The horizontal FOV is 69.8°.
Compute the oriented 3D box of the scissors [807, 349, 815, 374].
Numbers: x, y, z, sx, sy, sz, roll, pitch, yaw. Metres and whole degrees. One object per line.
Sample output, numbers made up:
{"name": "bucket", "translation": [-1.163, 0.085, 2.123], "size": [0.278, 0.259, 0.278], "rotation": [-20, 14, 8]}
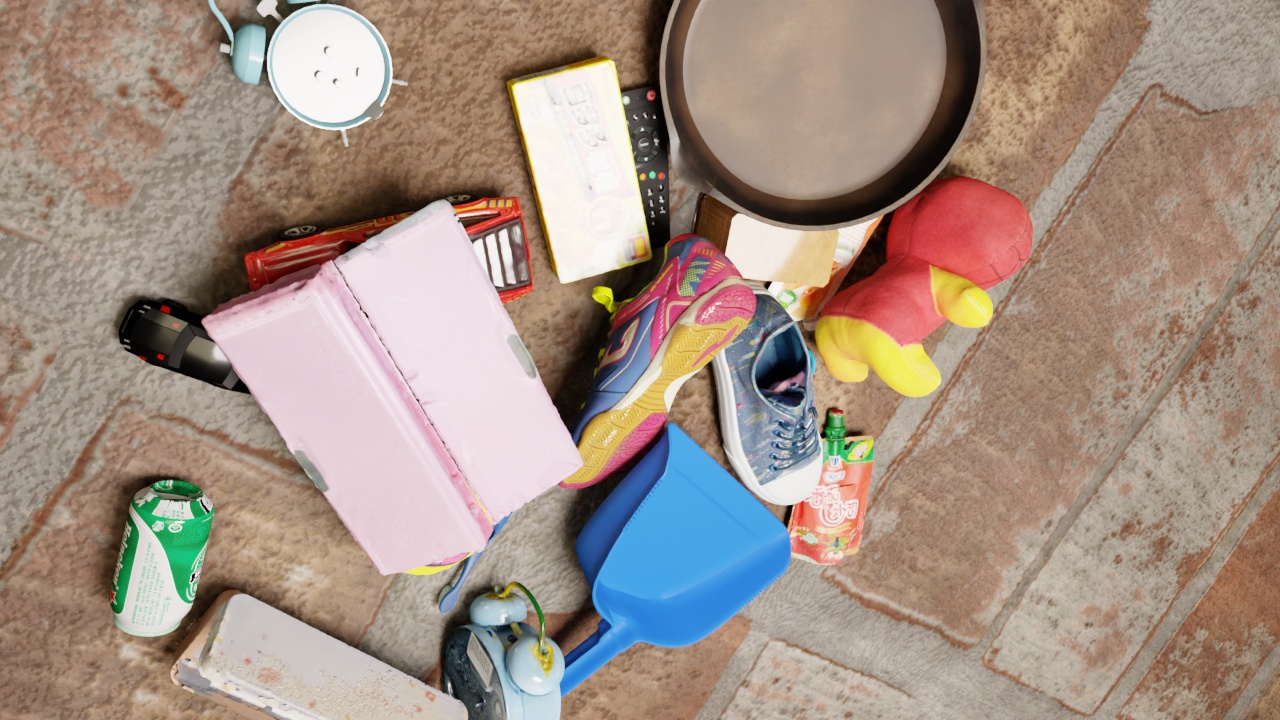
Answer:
{"name": "scissors", "translation": [0.115, 0.050, 0.845], "size": [0.109, 0.015, 0.132], "rotation": [0, 114, -30]}

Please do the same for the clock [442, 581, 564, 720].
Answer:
{"name": "clock", "translation": [-0.113, 0.258, 0.756], "size": [0.060, 0.118, 0.162], "rotation": [-4, 121, -37]}

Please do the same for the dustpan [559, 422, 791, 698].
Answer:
{"name": "dustpan", "translation": [-0.005, 0.203, 0.804], "size": [0.258, 0.059, 0.245], "rotation": [-39, 136, 7]}

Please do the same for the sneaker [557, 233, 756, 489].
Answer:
{"name": "sneaker", "translation": [-0.005, 0.004, 0.725], "size": [0.116, 0.091, 0.242], "rotation": [-1, 137, -49]}

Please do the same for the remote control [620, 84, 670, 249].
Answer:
{"name": "remote control", "translation": [0.004, -0.146, 0.708], "size": [0.039, 0.010, 0.125], "rotation": [-17, 117, -19]}

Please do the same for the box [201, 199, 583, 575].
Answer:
{"name": "box", "translation": [-0.155, 0.031, 0.620], "size": [0.179, 0.059, 0.233], "rotation": [-27, 117, -1]}

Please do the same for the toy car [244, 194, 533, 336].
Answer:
{"name": "toy car", "translation": [-0.168, -0.061, 0.636], "size": [0.189, 0.056, 0.082], "rotation": [-15, 115, -17]}

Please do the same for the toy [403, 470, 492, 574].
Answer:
{"name": "toy", "translation": [-0.162, 0.127, 0.722], "size": [0.095, 0.041, 0.094], "rotation": [-37, 126, -4]}

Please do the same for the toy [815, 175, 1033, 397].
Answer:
{"name": "toy", "translation": [0.243, -0.072, 0.779], "size": [0.216, 0.148, 0.099], "rotation": [-51, 123, -14]}

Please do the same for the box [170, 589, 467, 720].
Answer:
{"name": "box", "translation": [-0.245, 0.261, 0.702], "size": [0.216, 0.094, 0.108], "rotation": [38, 120, -24]}

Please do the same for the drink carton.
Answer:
{"name": "drink carton", "translation": [0.158, -0.088, 0.798], "size": [0.069, 0.039, 0.122], "rotation": [21, 106, -31]}

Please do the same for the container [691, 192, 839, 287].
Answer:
{"name": "container", "translation": [0.103, -0.094, 0.735], "size": [0.114, 0.061, 0.063], "rotation": [6, 109, -13]}

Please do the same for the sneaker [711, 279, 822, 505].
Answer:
{"name": "sneaker", "translation": [0.116, 0.045, 0.783], "size": [0.087, 0.079, 0.236], "rotation": [-29, 124, -13]}

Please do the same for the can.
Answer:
{"name": "can", "translation": [-0.331, 0.135, 0.635], "size": [0.053, 0.053, 0.101], "rotation": [12, 104, -29]}

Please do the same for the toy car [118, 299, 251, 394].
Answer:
{"name": "toy car", "translation": [-0.293, -0.008, 0.605], "size": [0.091, 0.036, 0.042], "rotation": [25, 98, -32]}

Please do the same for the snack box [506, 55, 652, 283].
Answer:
{"name": "snack box", "translation": [-0.043, -0.138, 0.674], "size": [0.075, 0.025, 0.152], "rotation": [-17, 117, -9]}

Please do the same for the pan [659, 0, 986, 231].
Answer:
{"name": "pan", "translation": [0.090, -0.260, 0.649], "size": [0.249, 0.043, 0.356], "rotation": [-35, 104, 13]}

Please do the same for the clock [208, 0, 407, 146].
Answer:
{"name": "clock", "translation": [-0.208, -0.196, 0.566], "size": [0.087, 0.042, 0.123], "rotation": [-47, 124, -2]}

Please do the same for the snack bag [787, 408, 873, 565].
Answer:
{"name": "snack bag", "translation": [0.184, 0.121, 0.896], "size": [0.087, 0.044, 0.155], "rotation": [-1, 105, -15]}

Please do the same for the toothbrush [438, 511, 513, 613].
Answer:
{"name": "toothbrush", "translation": [-0.132, 0.152, 0.763], "size": [0.021, 0.016, 0.132], "rotation": [31, 92, -33]}
